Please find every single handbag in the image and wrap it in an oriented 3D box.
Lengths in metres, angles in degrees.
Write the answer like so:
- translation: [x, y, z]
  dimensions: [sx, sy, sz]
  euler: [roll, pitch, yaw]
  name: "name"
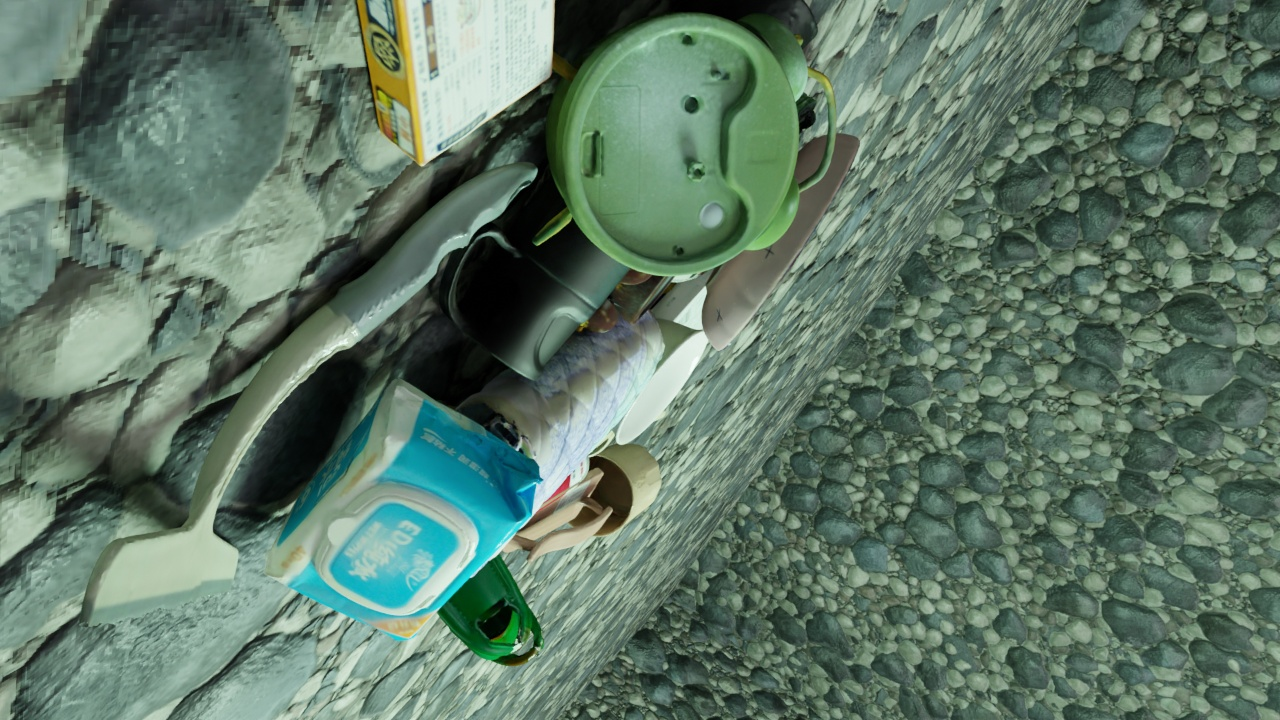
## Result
- translation: [-0.067, 0.041, 0.597]
  dimensions: [0.134, 0.075, 0.193]
  euler: [-53, 176, 33]
  name: "handbag"
- translation: [-0.125, 0.182, 0.715]
  dimensions: [0.067, 0.120, 0.131]
  euler: [-41, 165, -19]
  name: "handbag"

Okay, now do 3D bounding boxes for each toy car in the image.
- translation: [0.102, -0.173, 0.718]
  dimensions: [0.043, 0.036, 0.091]
  euler: [-42, 171, -42]
  name: "toy car"

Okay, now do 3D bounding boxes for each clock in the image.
- translation: [-0.008, -0.062, 0.578]
  dimensions: [0.082, 0.055, 0.121]
  euler: [-52, 179, 39]
  name: "clock"
- translation: [0.026, -0.105, 0.438]
  dimensions: [0.161, 0.056, 0.116]
  euler: [-8, 115, -21]
  name: "clock"

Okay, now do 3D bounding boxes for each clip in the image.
- translation: [-0.032, 0.057, 0.868]
  dimensions: [0.097, 0.060, 0.034]
  euler: [-39, 163, -6]
  name: "clip"

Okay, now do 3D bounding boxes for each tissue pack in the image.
- translation: [-0.122, 0.082, 0.471]
  dimensions: [0.140, 0.090, 0.063]
  euler: [-46, -158, 25]
  name: "tissue pack"

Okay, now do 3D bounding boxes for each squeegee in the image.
- translation: [-0.130, -0.007, 0.400]
  dimensions: [0.246, 0.039, 0.247]
  euler: [-54, -174, -18]
  name: "squeegee"

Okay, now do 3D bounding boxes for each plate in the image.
- translation: [0.098, -0.097, 0.711]
  dimensions: [0.192, 0.039, 0.192]
  euler: [-58, -178, 2]
  name: "plate"

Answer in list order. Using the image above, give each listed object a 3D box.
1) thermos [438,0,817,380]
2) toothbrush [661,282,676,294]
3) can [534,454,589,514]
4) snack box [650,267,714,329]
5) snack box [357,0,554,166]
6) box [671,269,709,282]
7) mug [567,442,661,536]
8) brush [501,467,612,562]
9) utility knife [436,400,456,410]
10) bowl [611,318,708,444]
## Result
- translation: [-0.011, -0.105, 0.487]
  dimensions: [0.242, 0.068, 0.090]
  euler: [-52, 144, 1]
  name: "thermos"
- translation: [-0.013, -0.055, 0.688]
  dimensions: [0.016, 0.016, 0.189]
  euler: [-56, 165, 19]
  name: "toothbrush"
- translation: [-0.094, 0.093, 0.685]
  dimensions: [0.132, 0.053, 0.053]
  euler: [-27, 151, -56]
  name: "can"
- translation: [0.039, -0.031, 0.890]
  dimensions: [0.084, 0.027, 0.157]
  euler: [-49, 166, -15]
  name: "snack box"
- translation: [-0.061, -0.142, 0.310]
  dimensions: [0.075, 0.026, 0.154]
  euler: [-44, 164, -27]
  name: "snack box"
- translation: [0.039, -0.130, 0.638]
  dimensions: [0.074, 0.077, 0.164]
  euler: [-16, 149, -34]
  name: "box"
- translation: [-0.046, 0.141, 0.965]
  dimensions: [0.125, 0.084, 0.103]
  euler: [-31, 174, 18]
  name: "mug"
- translation: [-0.083, 0.141, 0.841]
  dimensions: [0.063, 0.073, 0.145]
  euler: [-57, 163, 21]
  name: "brush"
- translation: [-0.120, 0.053, 0.639]
  dimensions: [0.031, 0.019, 0.178]
  euler: [-45, 170, -5]
  name: "utility knife"
- translation: [-0.005, 0.004, 0.765]
  dimensions: [0.118, 0.065, 0.118]
  euler: [-48, 166, -16]
  name: "bowl"
